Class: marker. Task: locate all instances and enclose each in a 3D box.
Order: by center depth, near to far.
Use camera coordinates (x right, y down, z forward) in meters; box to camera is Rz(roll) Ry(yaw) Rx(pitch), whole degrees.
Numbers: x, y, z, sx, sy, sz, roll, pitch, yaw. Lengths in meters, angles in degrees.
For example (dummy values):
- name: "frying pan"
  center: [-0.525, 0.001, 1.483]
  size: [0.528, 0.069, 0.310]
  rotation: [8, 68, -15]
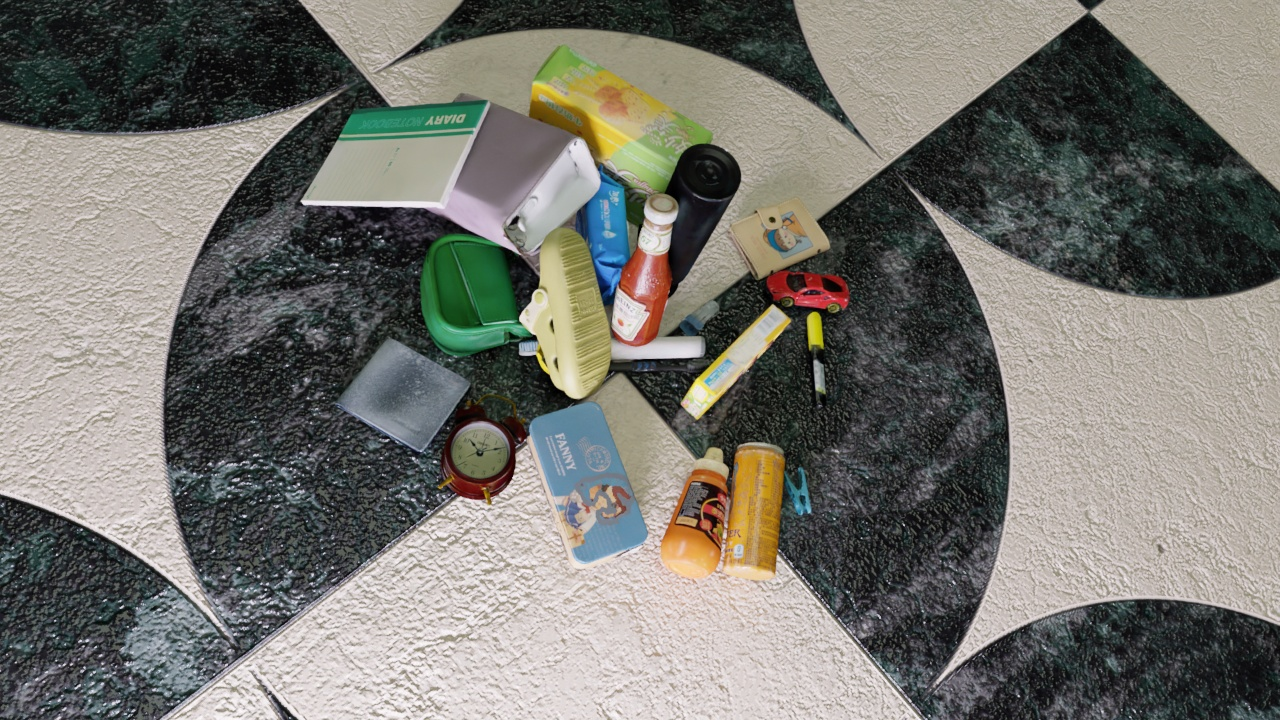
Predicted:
- name: "marker"
  center: [0.218, 0.000, 1.136]
  size: [0.018, 0.015, 0.124]
  rotation: [4, 71, -16]

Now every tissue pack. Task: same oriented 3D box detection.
- name: "tissue pack"
  center: [-0.044, -0.147, 1.095]
  size: [0.052, 0.095, 0.157]
  rotation: [-2, 68, -13]

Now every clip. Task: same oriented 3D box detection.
- name: "clip"
  center: [0.184, 0.152, 1.070]
  size: [0.039, 0.014, 0.055]
  rotation: [-12, 73, -15]
- name: "clip"
  center: [0.076, -0.054, 1.124]
  size: [0.058, 0.045, 0.027]
  rotation: [-37, 77, -31]

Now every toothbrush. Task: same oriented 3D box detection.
- name: "toothbrush"
  center: [-0.033, -0.014, 1.083]
  size: [0.221, 0.027, 0.026]
  rotation: [-1, 102, -12]
- name: "toothbrush"
  center: [-0.006, 0.006, 1.086]
  size: [0.189, 0.016, 0.014]
  rotation: [0, 66, -10]

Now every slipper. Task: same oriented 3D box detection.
- name: "slipper"
  center: [-0.088, -0.052, 1.029]
  size: [0.091, 0.082, 0.190]
  rotation: [-20, 104, -56]

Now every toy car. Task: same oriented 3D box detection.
- name: "toy car"
  center: [0.209, -0.090, 1.151]
  size: [0.106, 0.031, 0.049]
  rotation: [5, 46, -7]

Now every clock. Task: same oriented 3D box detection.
- name: "clock"
  center: [-0.171, 0.094, 0.997]
  size: [0.082, 0.055, 0.121]
  rotation: [19, 65, -3]

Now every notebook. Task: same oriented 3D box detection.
- name: "notebook"
  center: [-0.285, -0.240, 1.067]
  size: [0.209, 0.012, 0.150]
  rotation: [5, 63, 27]

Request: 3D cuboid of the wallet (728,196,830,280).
- name: "wallet"
  center: [0.177, -0.161, 1.185]
  size: [0.115, 0.024, 0.087]
  rotation: [-24, 81, -18]

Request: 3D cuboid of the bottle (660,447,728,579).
- name: "bottle"
  center: [0.068, 0.164, 1.019]
  size: [0.067, 0.067, 0.149]
  rotation: [20, 60, -4]

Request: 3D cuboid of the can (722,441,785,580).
- name: "can"
  center: [0.128, 0.169, 1.027]
  size: [0.058, 0.058, 0.145]
  rotation: [12, 67, -7]

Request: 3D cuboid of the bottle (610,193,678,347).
- name: "bottle"
  center: [0.007, -0.096, 1.003]
  size: [0.059, 0.207, 0.059]
  rotation: [5, 53, -7]

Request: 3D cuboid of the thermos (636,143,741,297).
- name: "thermos"
  center: [0.037, -0.154, 1.032]
  size: [0.068, 0.243, 0.090]
  rotation: [-25, 77, -22]

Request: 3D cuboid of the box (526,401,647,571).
- name: "box"
  center: [-0.062, 0.132, 1.004]
  size: [0.089, 0.060, 0.184]
  rotation: [-18, 76, -18]

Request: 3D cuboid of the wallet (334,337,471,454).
- name: "wallet"
  center: [-0.260, 0.038, 1.009]
  size: [0.121, 0.019, 0.097]
  rotation: [27, 68, 16]

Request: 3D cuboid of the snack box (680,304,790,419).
- name: "snack box"
  center: [0.110, 0.002, 1.072]
  size: [0.140, 0.087, 0.034]
  rotation: [-41, 81, -22]

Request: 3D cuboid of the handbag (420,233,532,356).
- name: "handbag"
  center: [-0.190, -0.075, 1.058]
  size: [0.120, 0.068, 0.131]
  rotation: [-4, 69, -22]

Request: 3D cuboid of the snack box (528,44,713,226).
- name: "snack box"
  center: [-0.033, -0.259, 1.105]
  size: [0.210, 0.158, 0.069]
  rotation: [32, 67, 2]

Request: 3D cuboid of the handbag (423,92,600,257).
- name: "handbag"
  center: [-0.165, -0.210, 1.058]
  size: [0.197, 0.098, 0.144]
  rotation: [28, 67, 32]
